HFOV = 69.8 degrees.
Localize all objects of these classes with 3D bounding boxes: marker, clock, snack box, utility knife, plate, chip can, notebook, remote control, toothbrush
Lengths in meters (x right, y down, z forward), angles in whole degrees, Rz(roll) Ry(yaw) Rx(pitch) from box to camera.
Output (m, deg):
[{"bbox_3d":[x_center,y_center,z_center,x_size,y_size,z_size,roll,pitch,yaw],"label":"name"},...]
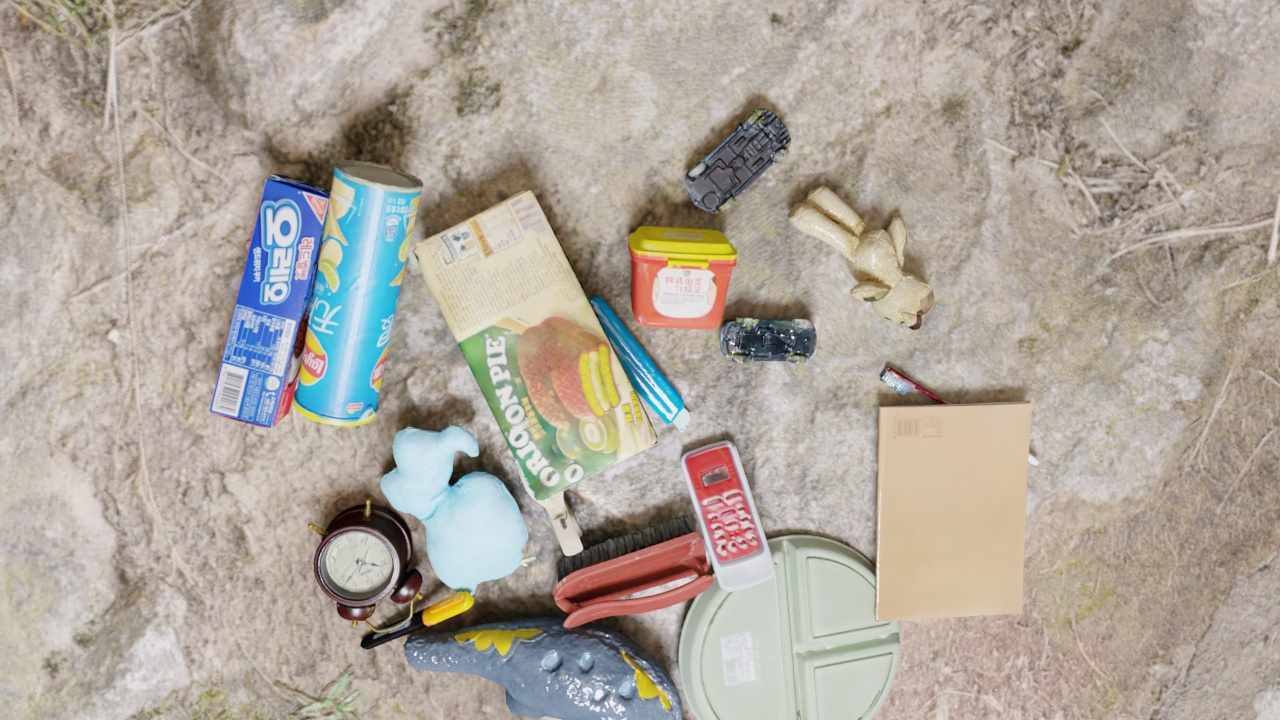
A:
[{"bbox_3d":[-0.209,0.241,0.848,0.124,0.018,0.015,-26,128,15],"label":"marker"},{"bbox_3d":[-0.245,0.188,0.829,0.082,0.055,0.122,-22,99,-3],"label":"clock"},{"bbox_3d":[0.034,-0.071,0.801,0.091,0.082,0.080,3,110,-6],"label":"snack box"},{"bbox_3d":[-0.005,0.005,0.841,0.034,0.018,0.161,-39,104,5],"label":"utility knife"},{"bbox_3d":[-0.087,-0.012,0.777,0.114,0.063,0.240,-28,87,0],"label":"snack box"},{"bbox_3d":[0.151,0.284,0.891,0.230,0.027,0.230,-1,96,-11],"label":"plate"},{"bbox_3d":[-0.234,-0.053,0.757,0.071,0.071,0.210,14,110,-9],"label":"chip can"},{"bbox_3d":[0.299,0.145,0.880,0.149,0.012,0.211,-2,97,-6],"label":"notebook"},{"bbox_3d":[0.081,0.144,0.855,0.056,0.020,0.136,-17,83,-4],"label":"remote control"},{"bbox_3d":[0.310,0.057,0.886,0.187,0.016,0.017,30,104,-10],"label":"toothbrush"},{"bbox_3d":[-0.307,-0.050,0.778,0.057,0.058,0.207,16,99,-8],"label":"snack box"}]

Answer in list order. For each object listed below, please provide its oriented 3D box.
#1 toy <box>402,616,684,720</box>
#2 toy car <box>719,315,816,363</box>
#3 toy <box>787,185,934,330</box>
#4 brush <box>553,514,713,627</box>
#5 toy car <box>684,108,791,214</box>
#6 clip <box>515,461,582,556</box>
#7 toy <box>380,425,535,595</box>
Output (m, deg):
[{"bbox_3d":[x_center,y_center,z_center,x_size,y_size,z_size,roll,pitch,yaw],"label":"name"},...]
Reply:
[{"bbox_3d":[-0.042,0.318,0.859,0.356,0.091,0.138,34,107,-9],"label":"toy"},{"bbox_3d":[0.116,-0.020,0.841,0.090,0.034,0.043,0,98,-8],"label":"toy car"},{"bbox_3d":[0.200,-0.093,0.828,0.157,0.066,0.104,41,51,-8],"label":"toy"},{"bbox_3d":[-0.009,0.199,0.843,0.146,0.069,0.063,-17,138,-2],"label":"brush"},{"bbox_3d":[0.084,-0.175,0.810,0.105,0.031,0.049,-43,101,1],"label":"toy car"},{"bbox_3d":[-0.079,0.128,0.845,0.034,0.070,0.100,-26,95,-2],"label":"clip"},{"bbox_3d":[-0.163,0.138,0.829,0.156,0.049,0.162,23,110,0],"label":"toy"}]
